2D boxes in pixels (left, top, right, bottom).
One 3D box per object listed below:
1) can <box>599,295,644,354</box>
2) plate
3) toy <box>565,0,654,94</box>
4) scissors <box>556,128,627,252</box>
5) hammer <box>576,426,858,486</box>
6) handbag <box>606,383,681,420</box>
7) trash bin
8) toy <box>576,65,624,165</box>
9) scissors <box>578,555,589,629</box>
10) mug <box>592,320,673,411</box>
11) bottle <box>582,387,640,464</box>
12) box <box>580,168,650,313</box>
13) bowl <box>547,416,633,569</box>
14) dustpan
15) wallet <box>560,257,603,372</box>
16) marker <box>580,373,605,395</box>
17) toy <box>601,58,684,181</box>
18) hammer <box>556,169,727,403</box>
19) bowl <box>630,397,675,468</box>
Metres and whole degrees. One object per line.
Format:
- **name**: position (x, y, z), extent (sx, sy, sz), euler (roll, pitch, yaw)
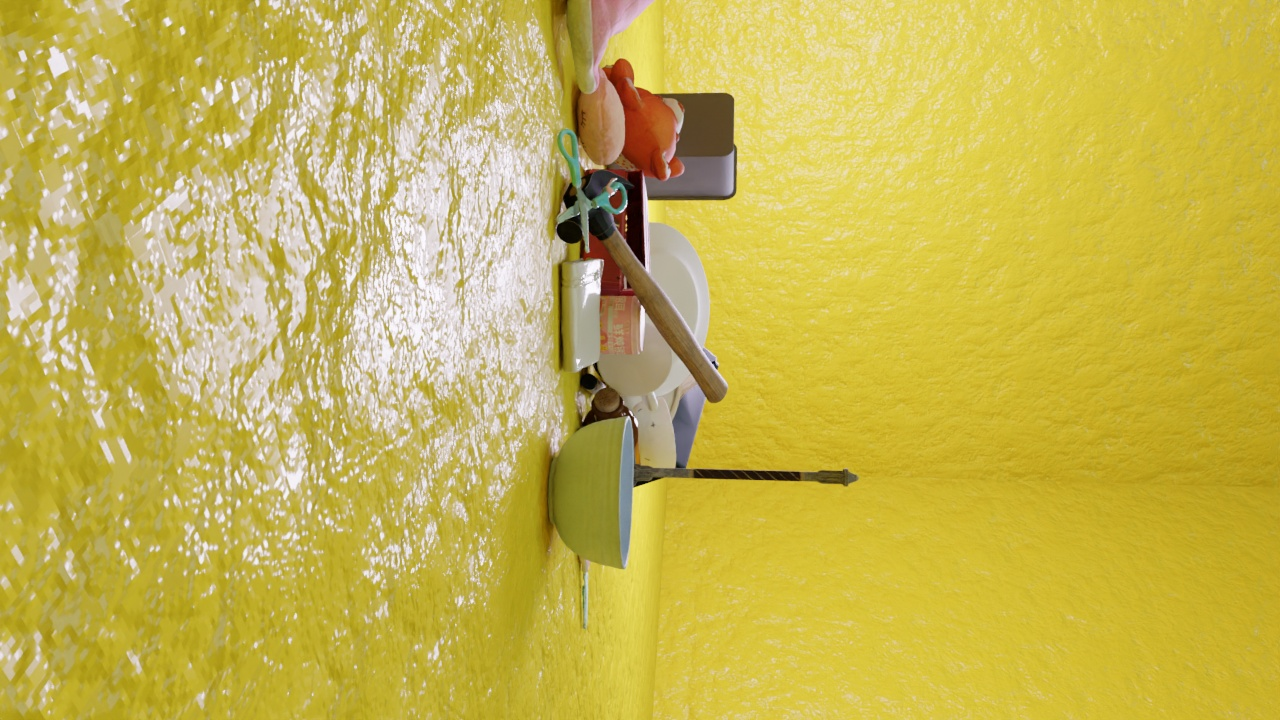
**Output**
- **can**: position (-0.035, -0.040, 1.038), extent (0.067, 0.076, 0.067), euler (3, 88, -86)
- **plate**: position (0.025, -0.069, 1.269), extent (0.242, 0.016, 0.242), euler (-6, 98, -47)
- **toy**: position (-0.012, -0.390, 0.947), extent (0.264, 0.128, 0.187), euler (-77, 172, -47)
- **scissors**: position (-0.057, -0.173, 0.897), extent (0.126, 0.015, 0.135), euler (62, 30, -13)
- **hammer**: position (0.086, 0.131, 1.056), extent (0.044, 0.322, 0.098), euler (-77, 168, -69)
- **handbag**: position (-0.022, 0.011, 1.356), extent (0.183, 0.132, 0.229), euler (-41, 134, -50)
- **trash bin**: position (0.047, -0.310, 1.352), extent (0.220, 0.192, 0.097), euler (41, 50, -83)
- **toy**: position (-0.046, -0.281, 1.036), extent (0.108, 0.053, 0.105), euler (86, -4, -51)
- **scissors**: position (-0.066, 0.253, 1.128), extent (0.076, 0.017, 0.174), euler (-79, 169, -74)
- **mug**: position (-0.007, 0.007, 1.135), extent (0.090, 0.091, 0.121), euler (-141, -154, -79)
- **bottle**: position (-0.036, 0.092, 1.125), extent (0.157, 0.068, 0.067), euler (86, 6, -50)
- **box**: position (-0.023, -0.143, 1.132), extent (0.129, 0.087, 0.158), euler (67, 24, -78)
- **bowl**: position (-0.049, 0.129, 0.902), extent (0.150, 0.075, 0.150), euler (3, 88, -85)
- **dustpan**: position (0.050, 0.071, 1.504), extent (0.080, 0.274, 0.235), euler (39, 49, -25)
- **wallet**: position (-0.067, -0.050, 0.959), extent (0.086, 0.032, 0.116), euler (-23, 117, -74)
- **marker**: position (-0.057, 0.033, 1.159), extent (0.145, 0.019, 0.019), euler (61, 30, -82)
- **toy**: position (0.001, -0.288, 1.125), extent (0.164, 0.093, 0.172), euler (62, -4, -18)
- **hammer**: position (0.015, -0.071, 1.009), extent (0.305, 0.040, 0.132), euler (54, 33, -30)
- **bowl**: position (0.012, 0.104, 1.264), extent (0.105, 0.054, 0.105), euler (172, -89, -81)
